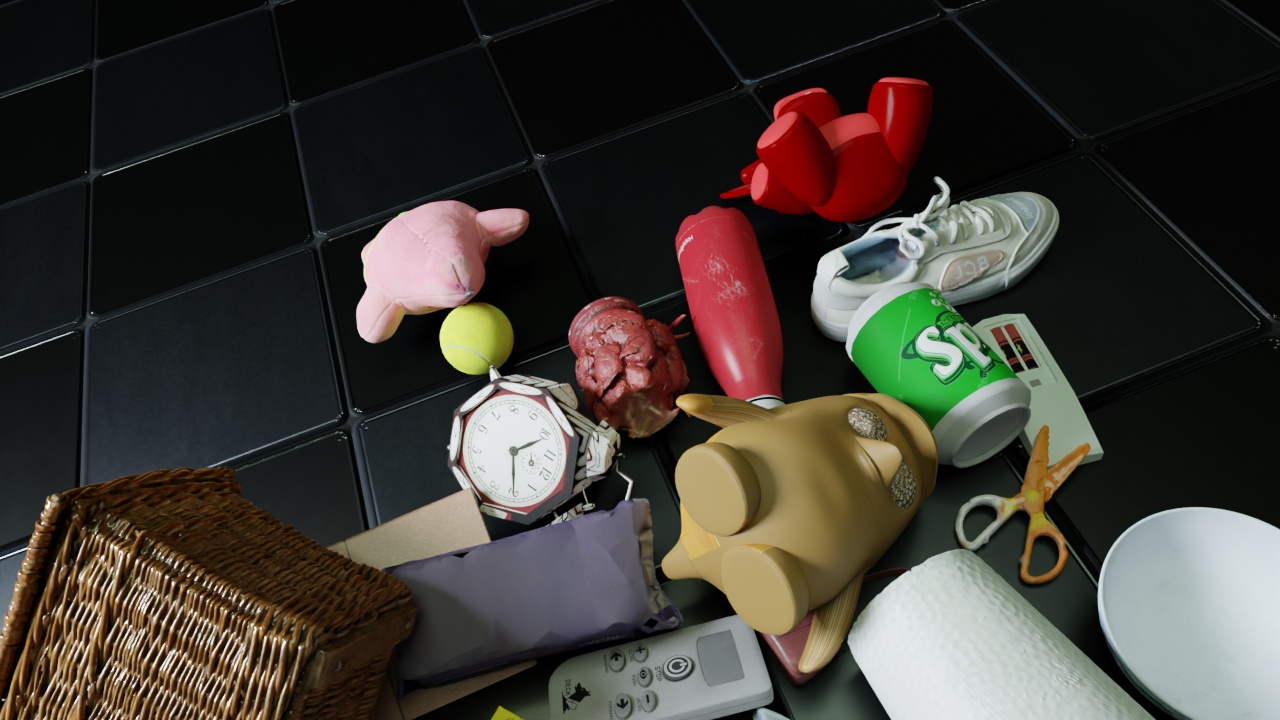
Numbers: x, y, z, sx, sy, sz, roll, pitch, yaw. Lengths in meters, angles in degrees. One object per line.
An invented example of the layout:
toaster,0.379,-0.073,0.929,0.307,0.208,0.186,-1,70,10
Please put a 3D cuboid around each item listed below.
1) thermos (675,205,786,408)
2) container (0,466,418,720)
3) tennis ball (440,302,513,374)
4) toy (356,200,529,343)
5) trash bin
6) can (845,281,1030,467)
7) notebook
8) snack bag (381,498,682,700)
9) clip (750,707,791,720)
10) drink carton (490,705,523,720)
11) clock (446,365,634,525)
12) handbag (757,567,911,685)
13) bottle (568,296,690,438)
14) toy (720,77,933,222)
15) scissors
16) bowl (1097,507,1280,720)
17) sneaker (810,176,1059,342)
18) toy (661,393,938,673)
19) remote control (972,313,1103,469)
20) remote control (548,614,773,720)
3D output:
thermos,0.083,-0.026,0.783,0.073,0.073,0.239,-11,54,2
container,-0.271,0.215,0.573,0.183,0.162,0.250,19,93,11
tennis ball,-0.147,-0.020,0.824,0.065,0.065,0.065,-5,54,7
toy,-0.185,-0.090,0.841,0.192,0.097,0.237,-37,27,-9
trash bin,0.217,0.210,0.558,0.133,0.133,0.161,-28,50,-10
can,0.231,0.009,0.720,0.087,0.088,0.139,-25,54,-8
notebook,-0.199,0.199,0.679,0.209,0.008,0.141,-22,76,-6
snack bag,-0.081,0.168,0.652,0.205,0.058,0.096,-15,74,-3
clip,0.125,0.286,0.574,0.127,0.028,0.167,-27,57,-31
drink carton,-0.099,0.292,0.568,0.058,0.043,0.134,21,59,24
clock,-0.072,0.078,0.725,0.155,0.065,0.115,34,104,13
handbag,0.145,0.180,0.655,0.119,0.029,0.055,-25,52,-14
bottle,-0.005,0.005,0.772,0.099,0.099,0.111,-22,44,-6
toy,0.164,-0.186,0.832,0.158,0.120,0.197,-24,11,-5
scissors,0.282,0.098,0.685,0.097,0.012,0.133,12,66,20
bowl,0.361,0.175,0.584,0.144,0.074,0.143,-5,54,7
sneaker,0.259,-0.100,0.793,0.242,0.091,0.089,-23,53,-7
toy,0.129,0.089,0.640,0.202,0.163,0.198,-22,84,-35
remote control,0.314,0.020,0.737,0.049,0.024,0.143,-15,54,0
remote control,0.011,0.221,0.633,0.151,0.019,0.074,-15,28,0
